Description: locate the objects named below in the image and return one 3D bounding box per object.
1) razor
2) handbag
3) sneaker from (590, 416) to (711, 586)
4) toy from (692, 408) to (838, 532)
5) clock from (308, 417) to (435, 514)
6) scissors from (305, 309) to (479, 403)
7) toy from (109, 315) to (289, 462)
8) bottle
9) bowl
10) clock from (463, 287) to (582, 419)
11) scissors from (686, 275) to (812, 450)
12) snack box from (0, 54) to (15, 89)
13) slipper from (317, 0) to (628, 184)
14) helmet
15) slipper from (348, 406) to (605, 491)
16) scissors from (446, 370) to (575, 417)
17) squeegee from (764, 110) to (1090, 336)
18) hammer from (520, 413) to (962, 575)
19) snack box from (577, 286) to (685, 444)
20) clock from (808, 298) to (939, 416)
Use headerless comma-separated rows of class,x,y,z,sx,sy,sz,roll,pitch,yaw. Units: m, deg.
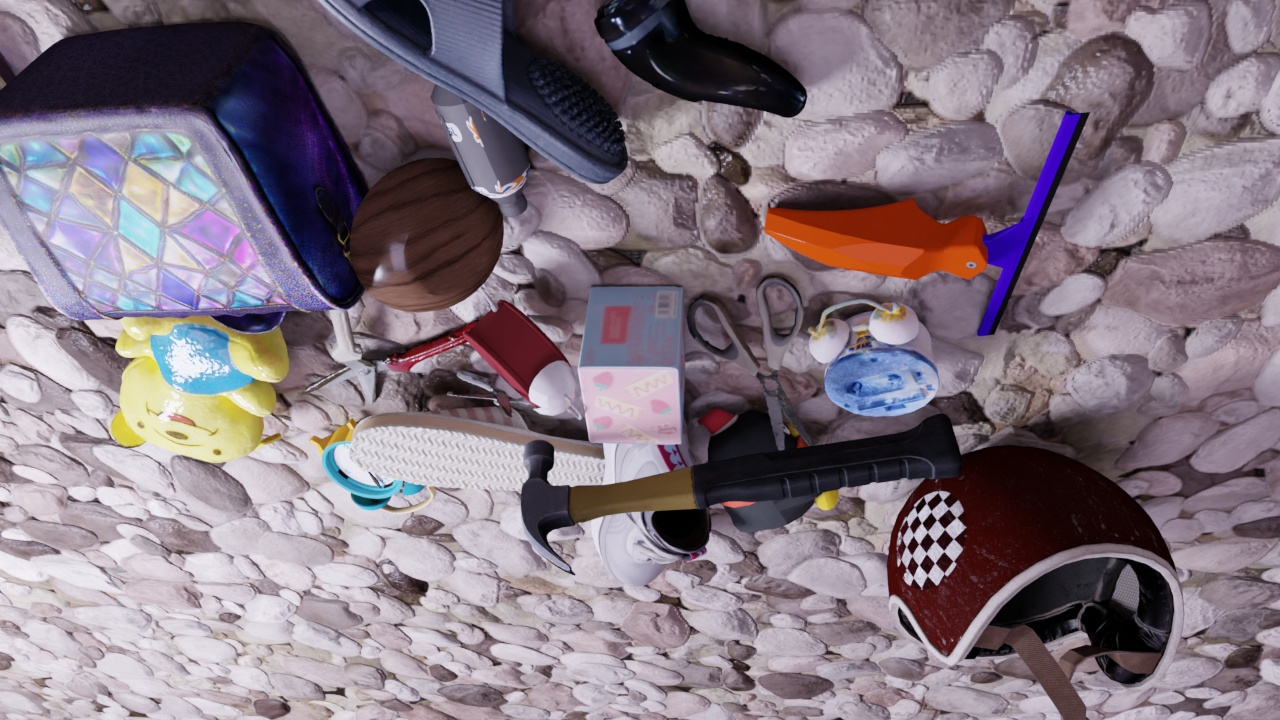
razor,0.041,-0.191,0.566,0.140,0.053,0.064,16,104,-19
handbag,-0.309,-0.106,0.643,0.205,0.125,0.222,-2,135,9
sneaker,0.020,0.153,0.862,0.096,0.128,0.264,-15,139,-19
toy,0.106,0.093,0.829,0.099,0.097,0.119,-32,104,-2
clock,-0.269,0.111,0.934,0.099,0.043,0.129,-23,122,29
scissors,-0.231,-0.012,0.792,0.200,0.015,0.179,-16,151,16
toy,-0.388,0.017,0.818,0.149,0.083,0.215,26,136,-9
bottle,-0.105,-0.147,0.629,0.047,0.046,0.112,-7,135,14
bowl,-0.145,-0.083,0.661,0.119,0.032,0.119,-20,128,-28
clock,-0.091,0.002,0.737,0.124,0.044,0.087,44,170,4
scissors,0.096,0.005,0.757,0.153,0.012,0.164,19,121,7
snack box,-0.492,-0.187,0.647,0.101,0.031,0.186,-1,137,9
slipper,-0.090,-0.206,0.535,0.263,0.101,0.083,32,124,-33
helmet,0.339,0.201,0.791,0.233,0.253,0.234,12,113,-13
slipper,-0.142,0.085,0.883,0.262,0.052,0.115,10,142,-19
scissors,-0.108,0.034,0.792,0.164,0.142,0.014,17,95,-36
squeegee,0.180,-0.085,0.650,0.185,0.055,0.250,11,153,13
hammer,0.068,0.091,0.693,0.333,0.117,0.025,-9,139,9
snack box,-0.004,0.004,0.744,0.079,0.092,0.095,0,138,6
clock,0.187,-0.005,0.733,0.089,0.051,0.125,-14,137,28
